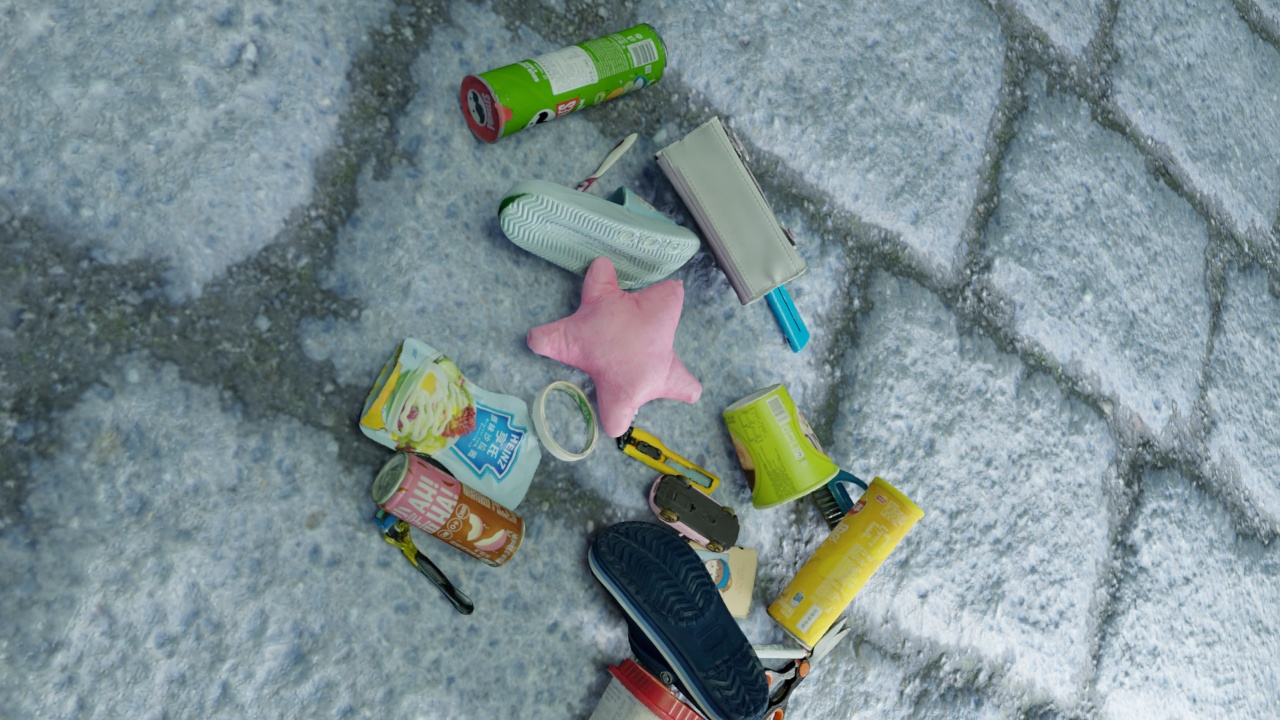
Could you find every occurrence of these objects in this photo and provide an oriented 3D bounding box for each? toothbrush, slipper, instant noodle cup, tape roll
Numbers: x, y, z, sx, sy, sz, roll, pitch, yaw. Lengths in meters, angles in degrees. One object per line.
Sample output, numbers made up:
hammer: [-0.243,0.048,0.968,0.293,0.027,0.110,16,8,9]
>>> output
toothbrush: [-0.062,-0.201,1.029,0.017,0.016,0.187,45,64,-9]
slipper: [-0.045,-0.143,0.985,0.245,0.104,0.074,14,49,-39]
instant noodle cup: [0.158,0.097,1.088,0.111,0.112,0.123,-26,90,-32]
slipper: [0.037,0.284,0.988,0.253,0.095,0.104,50,42,8]
tape roll: [-0.078,0.064,0.971,0.085,0.014,0.085,29,50,-42]
instant noodle cup: [-0.004,0.396,0.952,0.116,0.117,0.124,44,77,-21]

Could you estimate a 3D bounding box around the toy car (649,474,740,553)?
toy car: [0.061,0.176,1.049,0.122,0.037,0.056,36,59,-19]

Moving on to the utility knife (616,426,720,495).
utility knife: [0.034,0.115,1.054,0.156,0.015,0.033,31,72,-26]

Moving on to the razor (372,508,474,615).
razor: [-0.209,0.195,0.890,0.143,0.022,0.042,54,26,-16]

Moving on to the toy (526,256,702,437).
toy: [-0.007,-0.017,0.990,0.178,0.075,0.194,-46,108,-11]

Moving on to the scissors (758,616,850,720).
scissors: [0.187,0.396,1.125,0.234,0.022,0.152,0,93,-39]

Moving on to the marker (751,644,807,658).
marker: [0.131,0.341,1.078,0.145,0.017,0.017,8,80,-22]

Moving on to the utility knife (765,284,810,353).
utility knife: [0.156,-0.114,1.155,0.034,0.018,0.225,-34,101,-30]

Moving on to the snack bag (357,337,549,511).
snack bag: [-0.178,0.067,0.915,0.191,0.039,0.110,35,62,-28]

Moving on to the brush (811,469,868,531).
brush: [0.270,0.195,1.156,0.144,0.074,0.055,59,17,-14]

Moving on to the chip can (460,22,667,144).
chip can: [-0.077,-0.304,0.995,0.235,0.072,0.072,-30,101,-31]

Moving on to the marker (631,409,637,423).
marker: [-0.006,0.006,1.040,0.022,0.018,0.130,12,78,-40]

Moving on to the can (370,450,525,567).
can: [-0.182,0.145,0.883,0.147,0.058,0.057,36,67,-29]

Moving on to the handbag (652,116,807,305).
handbag: [0.101,-0.173,1.051,0.098,0.145,0.197,-31,101,3]

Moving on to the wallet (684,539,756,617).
wallet: [0.080,0.256,1.064,0.115,0.024,0.087,13,76,-28]

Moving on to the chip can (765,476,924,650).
chip can: [0.244,0.241,1.094,0.072,0.072,0.213,40,89,-22]
